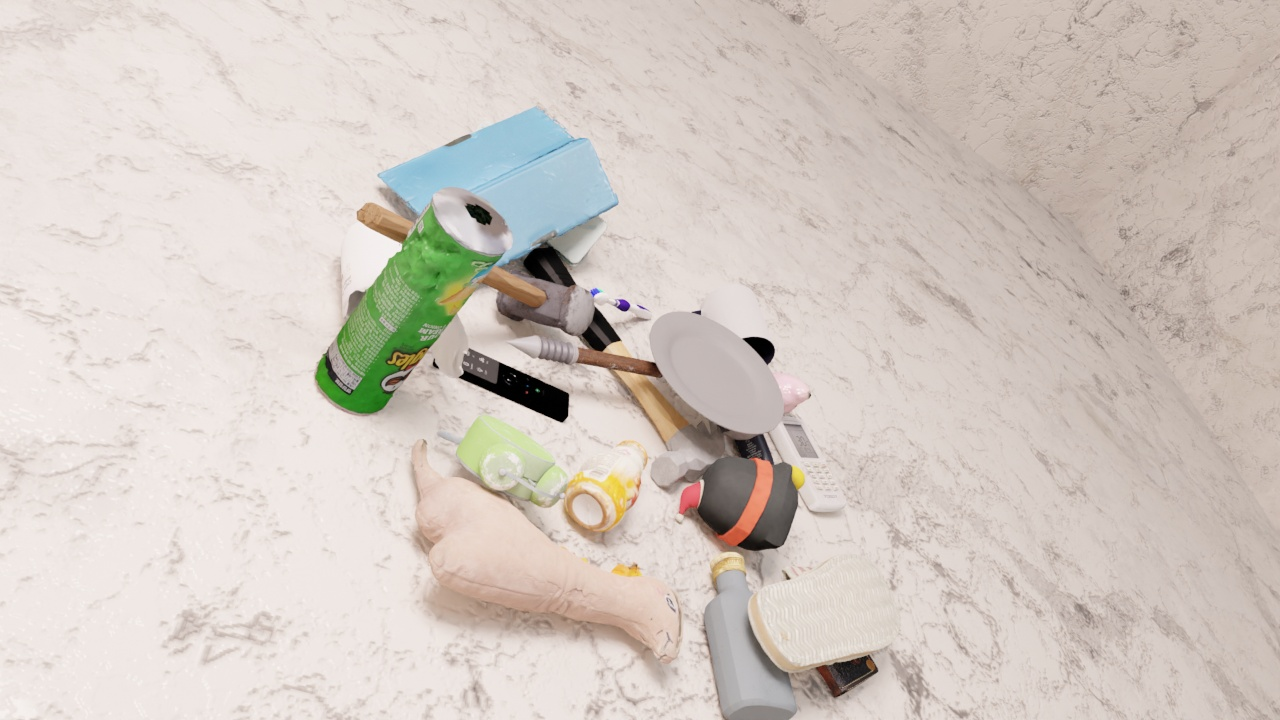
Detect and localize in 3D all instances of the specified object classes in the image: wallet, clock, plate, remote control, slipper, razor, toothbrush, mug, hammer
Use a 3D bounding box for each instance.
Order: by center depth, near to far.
[{"bbox_3d":[-0.114,0.087,0.796,0.119,0.042,0.094,34,3,44],"label":"clock"},{"bbox_3d":[-0.150,-0.085,0.872,0.098,0.052,0.328,15,-4,24],"label":"hammer"},{"bbox_3d":[0.180,0.253,0.922,0.262,0.052,0.115,4,52,-52],"label":"slipper"},{"bbox_3d":[-0.139,0.020,0.933,0.150,0.013,0.034,26,37,-23],"label":"remote control"},{"bbox_3d":[0.194,0.287,0.968,0.072,0.020,0.123,-4,55,-47],"label":"wallet"},{"bbox_3d":[-0.004,0.006,0.998,0.321,0.043,0.156,11,42,-38],"label":"hammer"},{"bbox_3d":[0.084,0.014,1.025,0.178,0.012,0.178,24,36,-20],"label":"plate"},{"bbox_3d":[-0.025,-0.002,1.056,0.328,0.039,0.130,51,33,15],"label":"hammer"},{"bbox_3d":[-0.021,-0.066,1.097,0.016,0.015,0.186,43,10,17],"label":"toothbrush"},{"bbox_3d":[0.129,0.087,1.110,0.052,0.047,0.142,39,26,-54],"label":"razor"},{"bbox_3d":[0.208,0.130,1.155,0.060,0.026,0.138,8,46,-41],"label":"remote control"},{"bbox_3d":[0.111,-0.039,1.211,0.112,0.079,0.096,-3,48,-12],"label":"mug"}]

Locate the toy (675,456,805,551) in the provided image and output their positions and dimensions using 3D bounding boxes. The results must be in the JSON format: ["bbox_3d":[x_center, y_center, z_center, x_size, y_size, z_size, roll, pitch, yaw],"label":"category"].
[{"bbox_3d":[0.106,0.146,0.970,0.119,0.098,0.099,27,29,-8],"label":"toy"}]

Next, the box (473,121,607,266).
[{"bbox_3d":[-0.138,-0.201,1.148,0.199,0.086,0.096,41,6,-5],"label":"box"}]

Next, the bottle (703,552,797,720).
[{"bbox_3d":[0.098,0.260,0.875,0.072,0.046,0.161,21,39,-29],"label":"bottle"}]

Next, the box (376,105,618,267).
[{"bbox_3d":[-0.153,-0.200,1.036,0.231,0.066,0.173,-35,85,-30],"label":"box"}]

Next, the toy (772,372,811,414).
[{"bbox_3d":[0.165,0.041,1.168,0.093,0.102,0.050,9,76,-4],"label":"toy"}]

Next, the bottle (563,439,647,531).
[{"bbox_3d":[-0.029,0.117,0.890,0.063,0.063,0.108,43,34,1],"label":"bottle"}]

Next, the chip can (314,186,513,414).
[{"bbox_3d":[-0.191,-0.046,0.760,0.075,0.224,0.075,29,36,-24],"label":"chip can"}]

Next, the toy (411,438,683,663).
[{"bbox_3d":[-0.074,0.166,0.794,0.264,0.065,0.196,22,29,-37],"label":"toy"}]

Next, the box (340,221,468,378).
[{"bbox_3d":[-0.222,-0.058,0.866,0.118,0.085,0.159,12,44,-27],"label":"box"}]
